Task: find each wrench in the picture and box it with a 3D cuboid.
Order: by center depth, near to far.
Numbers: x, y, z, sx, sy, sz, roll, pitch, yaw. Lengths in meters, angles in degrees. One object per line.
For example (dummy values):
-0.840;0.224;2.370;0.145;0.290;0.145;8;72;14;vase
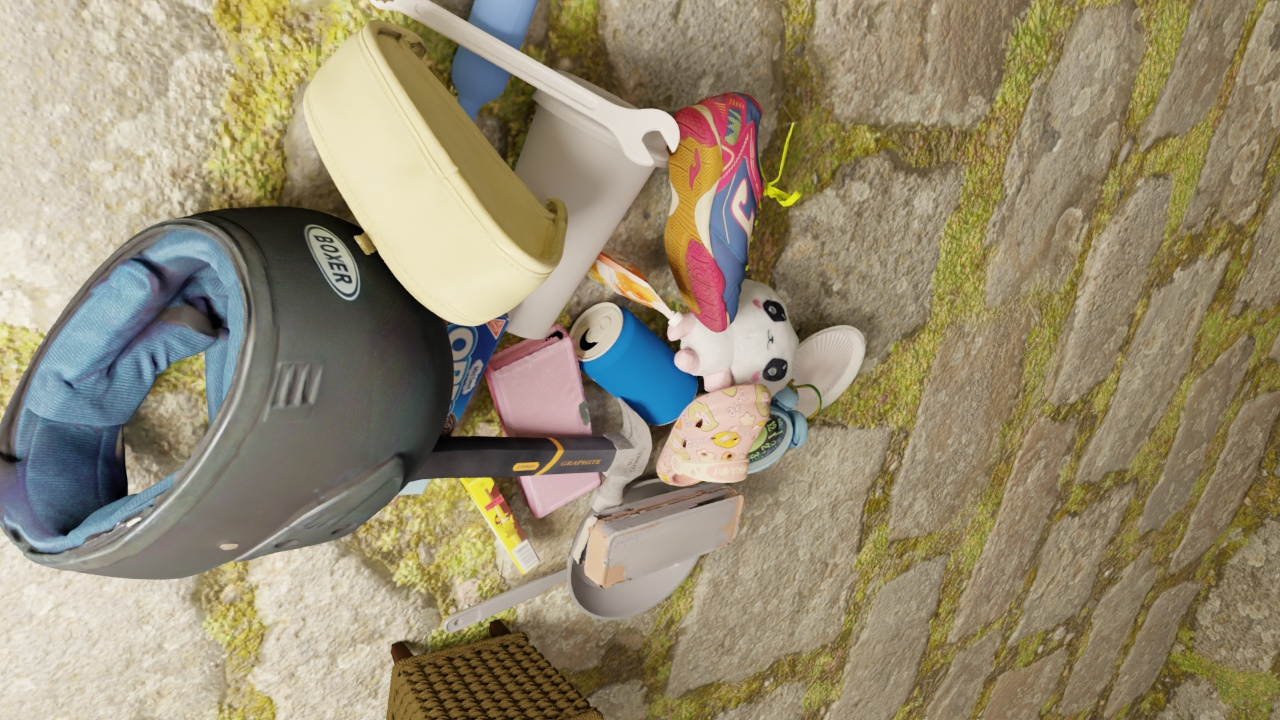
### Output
-0.092;-0.233;0.731;0.273;0.009;0.047;28;83;-7;wrench

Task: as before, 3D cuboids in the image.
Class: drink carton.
-0.008;-0.076;0.902;0.039;0.122;0.069;-47;131;-5;drink carton

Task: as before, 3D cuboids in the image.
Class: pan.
-0.070;0.241;1.078;0.355;0.051;0.201;-12;121;-30;pan

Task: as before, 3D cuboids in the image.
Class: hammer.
-0.111;0.100;0.902;0.311;0.035;0.139;4;119;-45;hammer

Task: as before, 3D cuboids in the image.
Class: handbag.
-0.151;-0.143;0.684;0.089;0.190;0.233;-37;96;21;handbag

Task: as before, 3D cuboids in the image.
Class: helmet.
-0.285;0.035;0.697;0.317;0.249;0.235;-41;156;16;helmet

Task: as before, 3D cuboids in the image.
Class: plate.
0.220;0.017;1.165;0.156;0.014;0.157;-22;138;-21;plate

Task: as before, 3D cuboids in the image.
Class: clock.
0.142;0.074;1.110;0.162;0.060;0.118;-29;132;1;clock

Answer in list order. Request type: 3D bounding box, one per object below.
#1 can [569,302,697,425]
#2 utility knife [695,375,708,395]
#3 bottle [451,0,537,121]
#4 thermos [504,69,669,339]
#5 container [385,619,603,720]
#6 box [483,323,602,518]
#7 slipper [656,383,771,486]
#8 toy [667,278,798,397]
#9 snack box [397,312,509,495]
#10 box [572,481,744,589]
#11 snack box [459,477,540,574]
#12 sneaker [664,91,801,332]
-0.006;0.006;0.977;0.079;0.079;0.146;-51;132;-2;can
0.105;0.019;1.104;0.212;0.020;0.029;-18;121;-26;utility knife
-0.132;-0.250;0.770;0.048;0.048;0.131;13;106;-39;bottle
-0.073;-0.134;0.833;0.131;0.131;0.222;14;113;-39;thermos
-0.190;0.465;1.011;0.176;0.205;0.321;-3;116;-34;container
-0.098;0.069;0.954;0.098;0.037;0.233;-27;137;-16;box
0.080;0.100;0.998;0.093;0.081;0.198;-3;148;-27;slipper
0.099;-0.021;1.012;0.179;0.102;0.139;-3;90;-45;toy
-0.191;0.029;0.832;0.059;0.059;0.227;6;128;-38;snack box
0.027;0.194;1.046;0.215;0.063;0.081;-8;120;-41;box
-0.153;0.159;0.968;0.025;0.061;0.149;-34;129;-15;snack box
0.087;-0.136;0.882;0.090;0.116;0.242;-27;134;-26;sneaker
